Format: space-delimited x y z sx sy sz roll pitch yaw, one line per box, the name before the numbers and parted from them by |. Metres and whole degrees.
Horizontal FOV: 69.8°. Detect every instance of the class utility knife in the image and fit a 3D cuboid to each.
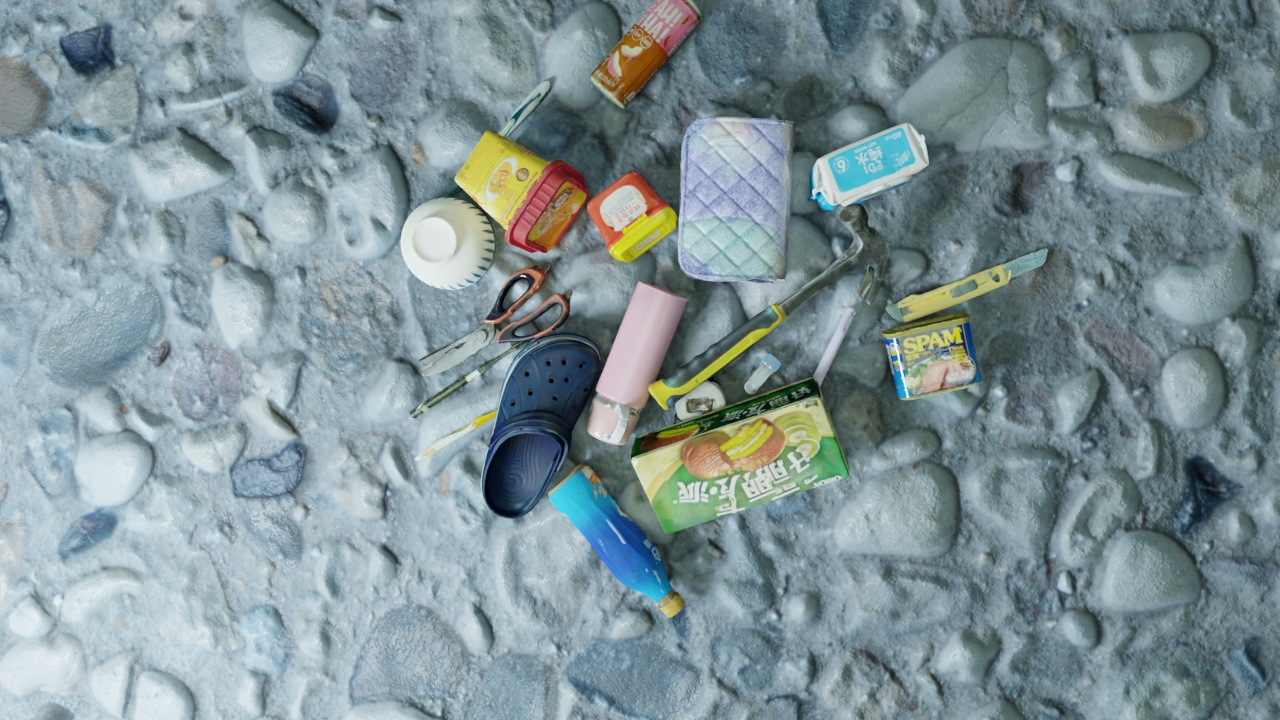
utility knife | 0.394 -0.090 1.104 0.198 0.021 0.031 -22 98 3

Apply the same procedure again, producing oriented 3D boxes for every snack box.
snack box | -0.012 -0.176 1.110 0.091 0.082 0.080 -36 80 7
snack box | 0.118 0.115 1.103 0.240 0.063 0.114 -19 110 11

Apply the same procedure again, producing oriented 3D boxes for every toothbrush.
toothbrush | -0.221 0.021 1.179 0.186 0.017 0.012 -33 78 8
toothbrush | 0.218 0.019 1.129 0.029 0.021 0.189 23 97 -34
toothbrush | -0.214 0.078 1.184 0.191 0.016 0.018 -31 80 8
toothbrush | -0.179 -0.278 1.149 0.016 0.018 0.192 44 98 2

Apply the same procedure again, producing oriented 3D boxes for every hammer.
hammer | 0.151 -0.045 1.086 0.323 0.032 0.126 -36 129 7

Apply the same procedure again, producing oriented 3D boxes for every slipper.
slipper | -0.132 0.083 1.129 0.105 0.095 0.253 22 100 -15

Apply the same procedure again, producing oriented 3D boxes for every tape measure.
tape measure | 0.074 0.053 1.140 0.066 0.033 0.066 0 96 7

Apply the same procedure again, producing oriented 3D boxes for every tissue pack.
tissue pack | 0.262 -0.221 1.068 0.140 0.090 0.063 -21 91 7

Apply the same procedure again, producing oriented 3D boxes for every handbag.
handbag | 0.113 -0.191 1.096 0.134 0.075 0.194 3 96 1

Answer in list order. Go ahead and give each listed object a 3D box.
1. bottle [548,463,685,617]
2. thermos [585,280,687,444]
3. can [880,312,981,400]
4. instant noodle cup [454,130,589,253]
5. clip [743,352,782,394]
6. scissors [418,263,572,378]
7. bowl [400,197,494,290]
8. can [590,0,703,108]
bottle | -0.025 0.230 1.150 0.065 0.065 0.218 -40 89 8
thermos | -0.007 0.007 1.119 0.067 0.087 0.198 21 96 -15
can | 0.347 -0.005 1.093 0.102 0.057 0.083 -13 95 8
instant noodle cup | -0.146 -0.208 1.110 0.123 0.116 0.116 38 98 14
clip | 0.150 0.018 1.137 0.026 0.041 0.058 40 99 0
scissors | -0.191 -0.049 1.166 0.205 0.015 0.197 12 87 18
bowl | -0.246 -0.147 1.143 0.116 0.066 0.116 0 94 6
can | 0.006 -0.375 1.100 0.058 0.058 0.147 43 98 2
